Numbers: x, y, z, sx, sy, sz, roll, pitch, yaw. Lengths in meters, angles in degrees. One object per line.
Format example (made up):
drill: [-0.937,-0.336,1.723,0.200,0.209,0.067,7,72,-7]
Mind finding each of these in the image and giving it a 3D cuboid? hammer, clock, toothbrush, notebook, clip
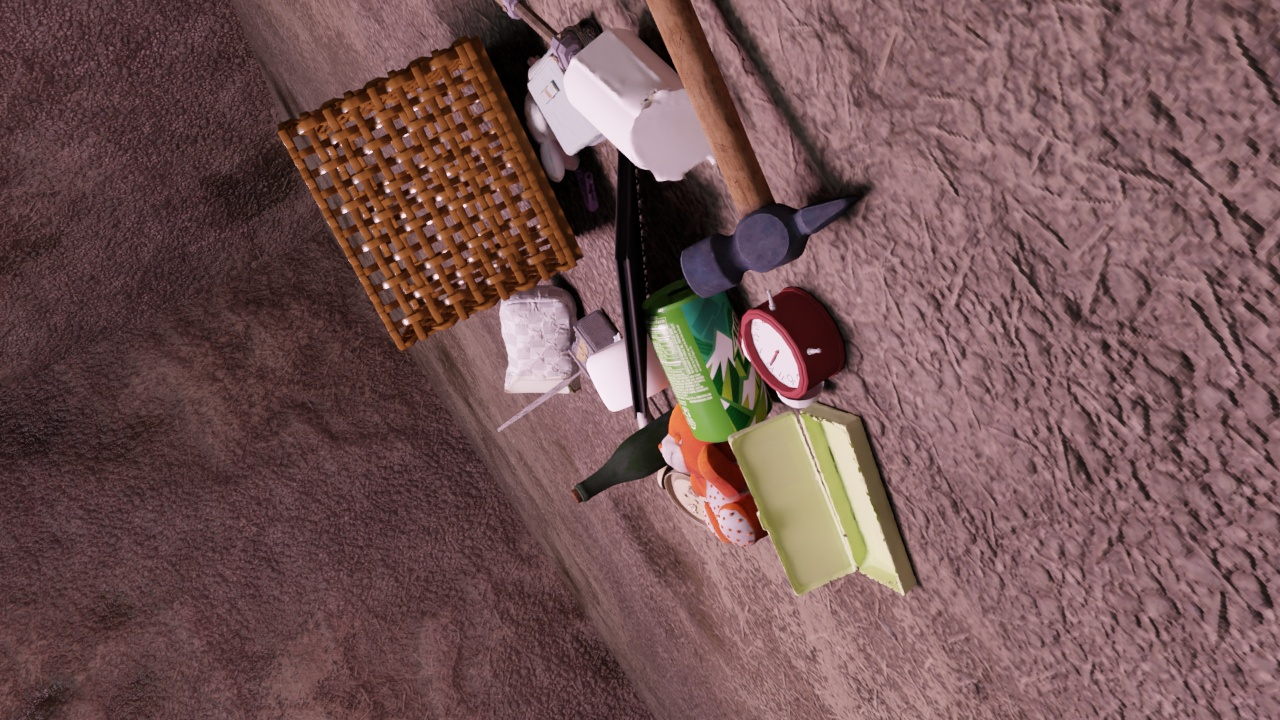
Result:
hammer: [0.036,-0.214,0.637,0.130,0.040,0.321,-23,91,32]
clock: [0.123,-0.009,0.762,0.087,0.044,0.125,53,160,19]
clock: [0.066,0.147,1.116,0.141,0.054,0.093,27,146,32]
toothbrush: [-0.123,0.044,1.267,0.010,0.181,0.010,51,158,7]
notebook: [-0.007,-0.078,0.892,0.232,0.019,0.168,84,-175,-52]
toothbrush: [-0.002,0.050,1.135,0.024,0.022,0.186,-4,115,27]
clip: [-0.061,-0.192,1.008,0.045,0.014,0.051,51,158,24]
hammer: [0.018,0.084,1.195,0.322,0.044,0.099,53,161,11]
hammer: [-0.139,-0.347,0.821,0.317,0.028,0.147,49,173,33]

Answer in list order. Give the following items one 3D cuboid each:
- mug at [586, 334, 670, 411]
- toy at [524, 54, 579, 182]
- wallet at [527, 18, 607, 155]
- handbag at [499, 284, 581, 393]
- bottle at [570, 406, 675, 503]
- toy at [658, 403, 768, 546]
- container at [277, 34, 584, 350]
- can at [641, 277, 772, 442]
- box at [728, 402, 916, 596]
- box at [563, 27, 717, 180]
mug: [-0.006,0.006,1.063,0.068,0.094,0.115,63,-156,-4]
toy: [-0.099,-0.251,0.955,0.075,0.037,0.125,-72,-33,-64]
wallet: [-0.061,-0.251,0.863,0.100,0.054,0.132,64,165,-9]
handbag: [-0.141,-0.039,1.306,0.123,0.112,0.172,-89,-1,-52]
bottle: [-0.006,0.116,1.084,0.055,0.174,0.055,50,160,26]
toy: [0.079,0.115,0.978,0.164,0.093,0.172,82,165,-81]
container: [-0.219,-0.188,1.019,0.251,0.214,0.219,64,178,-16]
can: [0.063,-0.002,0.867,0.083,0.083,0.144,17,134,64]
box: [0.170,0.129,0.835,0.134,0.061,0.188,-13,113,31]
box: [0.007,-0.193,0.716,0.160,0.081,0.092,49,175,25]
